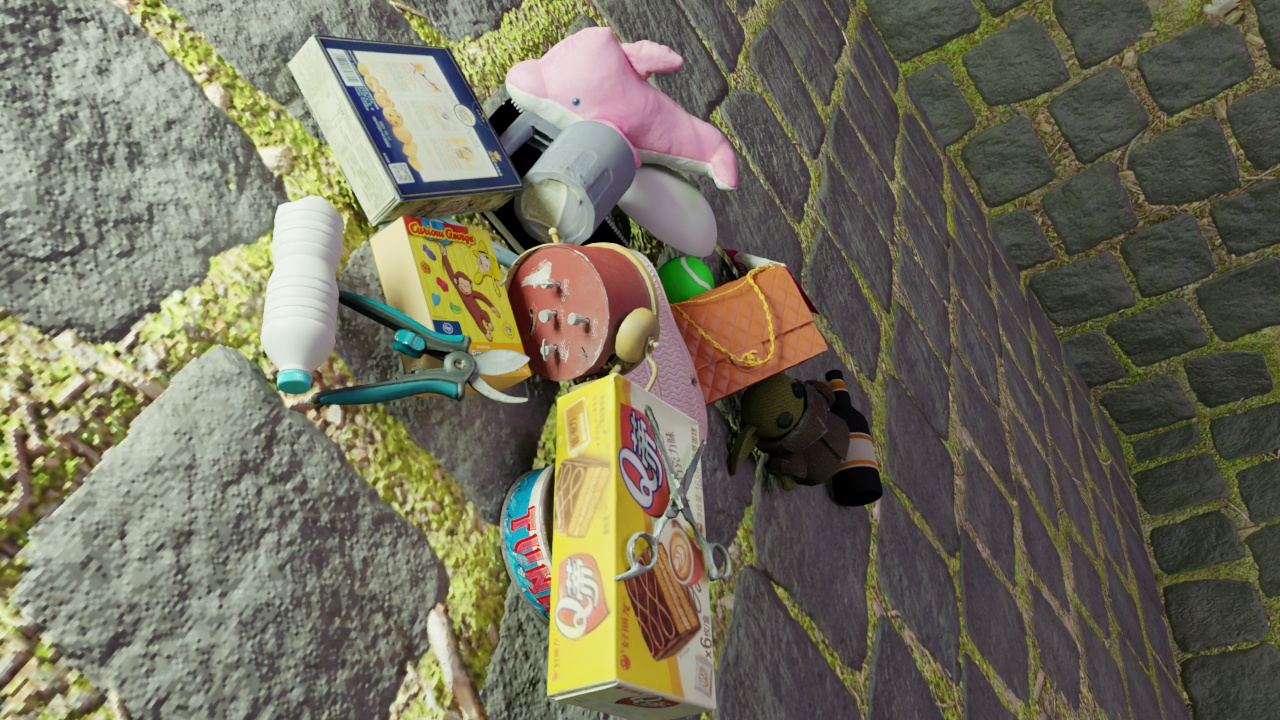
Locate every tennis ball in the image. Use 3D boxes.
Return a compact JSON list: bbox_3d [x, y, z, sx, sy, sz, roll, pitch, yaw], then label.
[{"bbox_3d":[0.046,-0.079,0.983,0.065,0.066,0.065,34,42,-39],"label":"tennis ball"}]

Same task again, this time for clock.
[{"bbox_3d":[-0.046,-0.027,0.754,0.081,0.117,0.159,-7,54,-54],"label":"clock"}]

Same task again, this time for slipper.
[{"bbox_3d":[-0.005,0.005,0.843,0.106,0.056,0.221,-15,92,-30],"label":"slipper"}]

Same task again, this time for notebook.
[{"bbox_3d":[-0.087,-0.138,0.880,0.206,0.016,0.148,50,35,-22],"label":"notebook"}]

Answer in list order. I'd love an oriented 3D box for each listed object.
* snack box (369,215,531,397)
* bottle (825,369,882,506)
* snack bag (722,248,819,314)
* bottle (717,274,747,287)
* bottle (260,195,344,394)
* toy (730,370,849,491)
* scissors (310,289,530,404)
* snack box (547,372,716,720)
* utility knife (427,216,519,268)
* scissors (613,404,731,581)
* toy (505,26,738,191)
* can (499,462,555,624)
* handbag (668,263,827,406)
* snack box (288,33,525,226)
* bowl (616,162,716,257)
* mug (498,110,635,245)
[{"bbox_3d":[-0.144,-0.039,0.699,0.088,0.040,0.125,0,68,-56],"label":"snack box"},{"bbox_3d":[0.266,0.094,1.187,0.059,0.059,0.181,28,46,-43],"label":"bottle"},{"bbox_3d":[0.151,-0.096,1.096,0.070,0.016,0.196,50,-4,-20],"label":"snack bag"},{"bbox_3d":[0.110,-0.046,1.033,0.099,0.099,0.111,48,55,-25],"label":"bottle"},{"bbox_3d":[-0.217,-0.042,0.591,0.044,0.044,0.136,27,47,-45],"label":"bottle"},{"bbox_3d":[0.173,0.074,1.030,0.152,0.078,0.179,42,64,-35],"label":"toy"},{"bbox_3d":[-0.155,0.004,0.620,0.155,0.019,0.124,38,58,1],"label":"scissors"},{"bbox_3d":[-0.007,0.133,0.669,0.110,0.062,0.229,33,44,-40],"label":"snack box"},{"bbox_3d":[-0.119,-0.089,0.790,0.165,0.015,0.022,25,45,-43],"label":"utility knife"},{"bbox_3d":[0.024,0.110,0.657,0.141,0.014,0.174,59,34,-14],"label":"scissors"},{"bbox_3d":[-0.003,-0.266,0.943,0.265,0.128,0.186,17,30,-25],"label":"toy"},{"bbox_3d":[-0.047,0.139,0.711,0.130,0.044,0.129,34,42,-39],"label":"can"},{"bbox_3d":[0.094,-0.026,0.937,0.171,0.060,0.109,-23,83,-21],"label":"handbag"},{"bbox_3d":[-0.181,-0.183,0.730,0.144,0.043,0.144,-21,81,-55],"label":"snack box"},{"bbox_3d":[0.031,-0.178,1.002,0.149,0.043,0.149,30,27,-18],"label":"bowl"},{"bbox_3d":[-0.077,-0.171,0.839,0.124,0.084,0.103,33,42,-4],"label":"mug"}]
